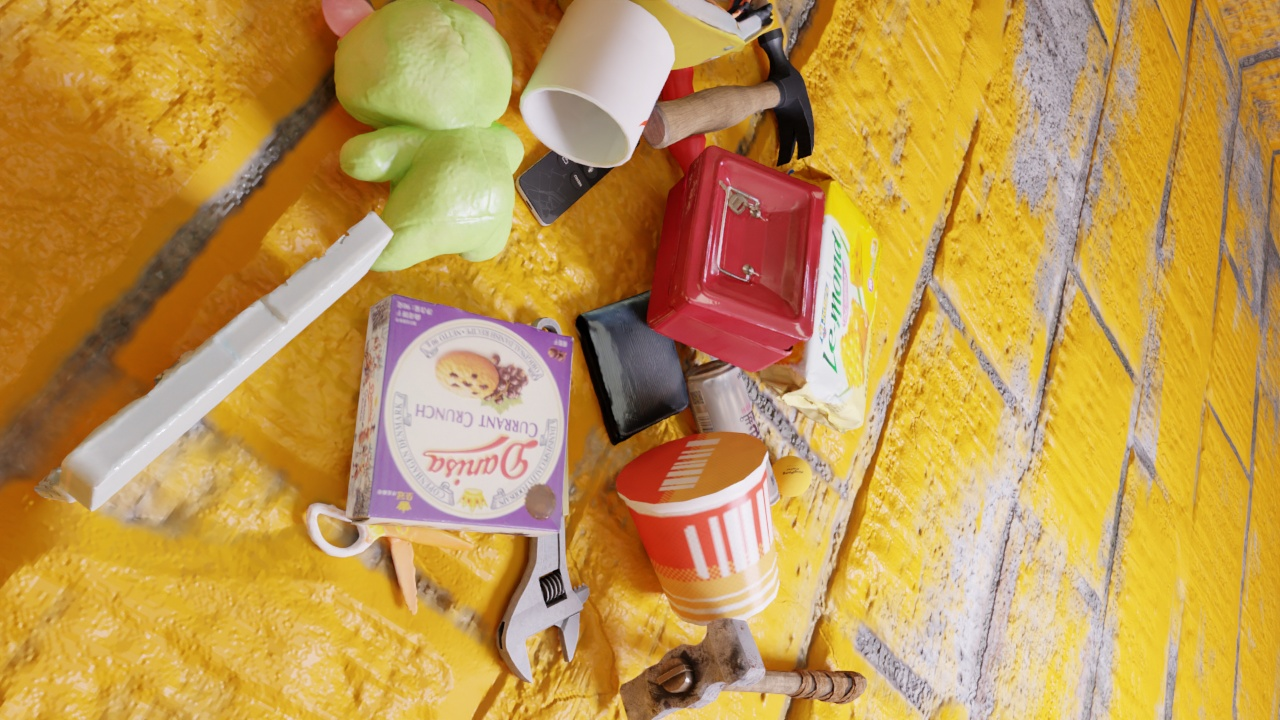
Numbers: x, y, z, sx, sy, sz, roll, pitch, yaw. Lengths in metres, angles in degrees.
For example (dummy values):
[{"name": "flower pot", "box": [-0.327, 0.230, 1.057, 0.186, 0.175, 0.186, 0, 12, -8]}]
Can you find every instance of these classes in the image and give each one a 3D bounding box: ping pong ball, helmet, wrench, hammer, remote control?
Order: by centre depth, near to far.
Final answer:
[{"name": "wrench", "box": [-0.074, 0.101, 0.700, 0.083, 0.018, 0.273, 4, 81, -43]}, {"name": "helmet", "box": [0.007, -0.343, 0.766, 0.209, 0.140, 0.239, 56, 38, -22]}, {"name": "remote control", "box": [-0.050, -0.168, 0.771, 0.146, 0.008, 0.045, -49, 117, -36]}, {"name": "hammer", "box": [0.118, 0.286, 0.815, 0.318, 0.122, 0.049, 26, 35, -48]}, {"name": "hammer", "box": [0.087, -0.233, 0.854, 0.304, 0.040, 0.132, -34, 108, -53]}, {"name": "ping pong ball", "box": [0.146, 0.113, 0.895, 0.040, 0.040, 0.040, 8, 78, -43]}]

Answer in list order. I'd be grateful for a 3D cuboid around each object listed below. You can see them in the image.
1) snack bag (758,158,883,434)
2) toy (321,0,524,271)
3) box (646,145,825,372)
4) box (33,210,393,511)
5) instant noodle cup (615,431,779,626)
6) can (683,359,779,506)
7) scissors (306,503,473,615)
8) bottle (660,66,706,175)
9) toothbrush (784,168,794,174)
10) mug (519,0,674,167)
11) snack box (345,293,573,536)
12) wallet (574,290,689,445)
[{"name": "snack bag", "box": [0.181, -0.057, 0.919, 0.159, 0.068, 0.247, 31, 64, -51]}, {"name": "toy", "box": [-0.138, -0.164, 0.626, 0.149, 0.107, 0.197, -12, 100, -42]}, {"name": "box", "box": [0.082, -0.086, 0.791, 0.129, 0.093, 0.157, 21, 65, -21]}, {"name": "box", "box": [-0.223, 0.000, 0.490, 0.041, 0.135, 0.196, 50, 53, -14]}, {"name": "instant noodle cup", "box": [0.056, 0.140, 0.757, 0.123, 0.124, 0.121, -31, 113, -42]}, {"name": "can", "box": [0.081, 0.069, 0.829, 0.054, 0.054, 0.135, -28, 103, -42]}, {"name": "scissors", "box": [-0.168, 0.111, 0.614, 0.127, 0.011, 0.125, -10, 89, -43]}, {"name": "bottle", "box": [0.040, -0.215, 0.844, 0.036, 0.036, 0.119, -13, 93, -44]}, {"name": "toothbrush", "box": [0.139, -0.152, 0.944, 0.021, 0.017, 0.134, 47, 55, -31]}, {"name": "mug", "box": [-0.043, -0.210, 0.705, 0.091, 0.121, 0.090, 39, 64, -39]}, {"name": "snack box", "box": [-0.120, 0.042, 0.630, 0.143, 0.041, 0.148, 13, 73, -37]}, {"name": "wallet", "box": [-0.005, 0.004, 0.777, 0.089, 0.026, 0.115, -24, 100, -42]}]
